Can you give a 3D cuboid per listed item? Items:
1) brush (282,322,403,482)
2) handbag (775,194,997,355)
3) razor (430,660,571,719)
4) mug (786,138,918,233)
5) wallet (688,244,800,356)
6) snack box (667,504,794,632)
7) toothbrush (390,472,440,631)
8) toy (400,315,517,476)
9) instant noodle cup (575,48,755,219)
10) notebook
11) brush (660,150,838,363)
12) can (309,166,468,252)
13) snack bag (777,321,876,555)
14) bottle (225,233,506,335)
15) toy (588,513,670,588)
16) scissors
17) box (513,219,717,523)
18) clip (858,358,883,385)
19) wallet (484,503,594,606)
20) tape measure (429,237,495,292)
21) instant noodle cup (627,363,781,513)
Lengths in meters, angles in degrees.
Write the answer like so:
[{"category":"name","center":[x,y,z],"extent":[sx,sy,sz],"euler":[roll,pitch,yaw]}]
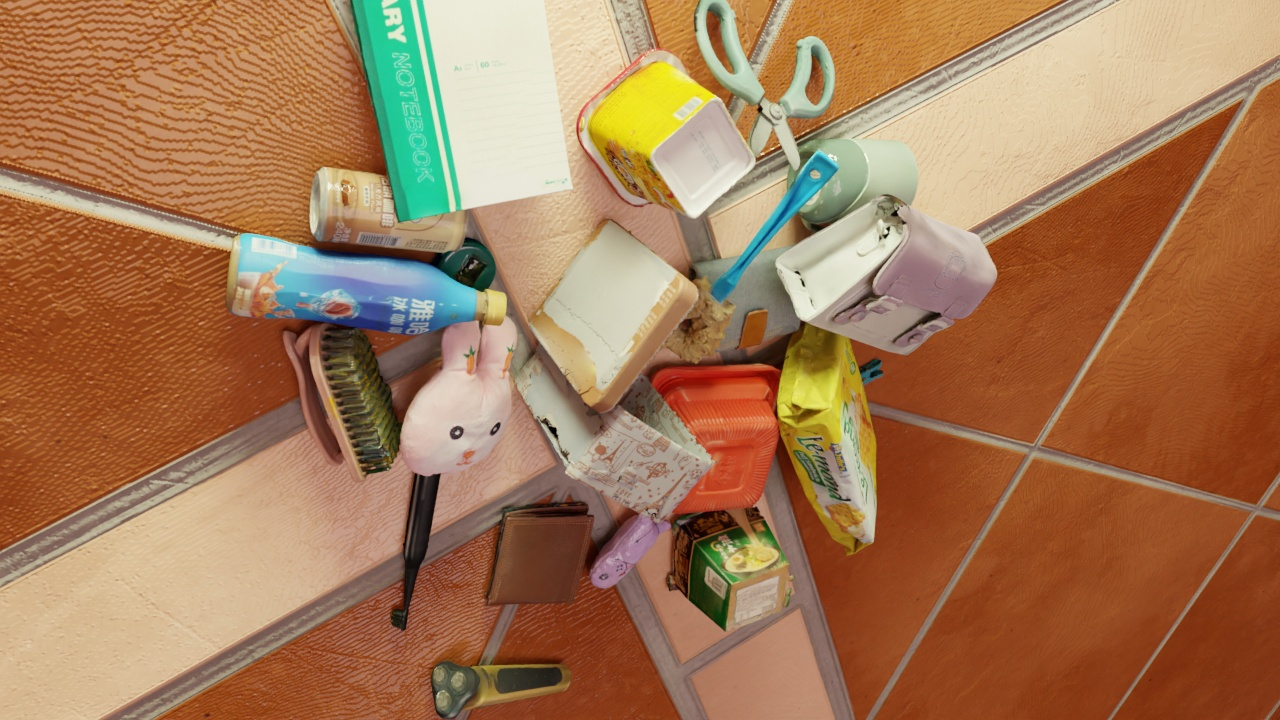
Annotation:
[{"category":"brush","center":[-0.260,0.032,0.799],"extent":[0.073,0.063,0.146],"euler":[-5,122,9]},{"category":"handbag","center":[0.257,-0.084,0.931],"extent":[0.196,0.098,0.145],"euler":[12,136,-45]},{"category":"razor","center":[-0.154,0.366,1.042],"extent":[0.167,0.062,0.068],"euler":[8,142,-36]},{"category":"mug","center":[0.202,-0.168,0.919],"extent":[0.106,0.082,0.112],"euler":[-6,142,-26]},{"category":"wallet","center":[0.113,-0.060,0.954],"extent":[0.129,0.037,0.107],"euler":[-13,121,-21]},{"category":"snack box","center":[0.107,0.245,1.071],"extent":[0.117,0.105,0.118],"euler":[-13,124,-23]},{"category":"toothbrush","center":[-0.227,0.186,0.921],"extent":[0.027,0.026,0.213],"euler":[17,113,3]},{"category":"toy","center":[-0.163,0.033,0.842],"extent":[0.121,0.054,0.159],"euler":[-4,115,-56]},{"category":"instant noodle cup","center":[0.026,-0.187,0.784],"extent":[0.116,0.123,0.116],"euler":[-42,127,-2]},{"category":"notebook","center":[-0.138,-0.224,0.712],"extent":[0.150,0.012,0.209],"euler":[-16,109,-24]},{"category":"brush","center":[0.095,-0.093,0.869],"extent":[0.083,0.045,0.255],"euler":[38,118,-4]},{"category":"can","center":[-0.203,-0.120,0.742],"extent":[0.116,0.058,0.059],"euler":[2,115,-28]},{"category":"snack bag","center":[0.212,0.081,1.022],"extent":[0.068,0.157,0.247],"euler":[-7,129,24]},{"category":"bottle","center":[-0.219,-0.056,0.752],"extent":[0.218,0.065,0.065],"euler":[7,113,-24]},{"category":"toy","center":[-0.016,0.214,1.038],"extent":[0.108,0.039,0.084],"euler":[-50,149,3]},{"category":"scissors","center":[0.105,-0.259,0.813],"extent":[0.181,0.019,0.169],"euler":[40,59,-19]},{"category":"box","center":[-0.003,0.010,0.844],"extent":[0.157,0.181,0.198],"euler":[32,99,-35]},{"category":"clip","center":[0.264,0.018,1.090],"extent":[0.056,0.014,0.045],"euler":[-29,128,-12]},{"category":"wallet","center":[-0.111,0.213,0.993],"extent":[0.101,0.032,0.125],"euler":[3,114,-26]},{"category":"tape measure","center":[-0.156,-0.081,0.810],"extent":[0.058,0.025,0.054],"euler":[25,104,-36]},{"category":"instant noodle cup","center":[0.075,0.098,0.996],"extent":[0.164,0.079,0.189],"euler":[-2,122,-22]}]
